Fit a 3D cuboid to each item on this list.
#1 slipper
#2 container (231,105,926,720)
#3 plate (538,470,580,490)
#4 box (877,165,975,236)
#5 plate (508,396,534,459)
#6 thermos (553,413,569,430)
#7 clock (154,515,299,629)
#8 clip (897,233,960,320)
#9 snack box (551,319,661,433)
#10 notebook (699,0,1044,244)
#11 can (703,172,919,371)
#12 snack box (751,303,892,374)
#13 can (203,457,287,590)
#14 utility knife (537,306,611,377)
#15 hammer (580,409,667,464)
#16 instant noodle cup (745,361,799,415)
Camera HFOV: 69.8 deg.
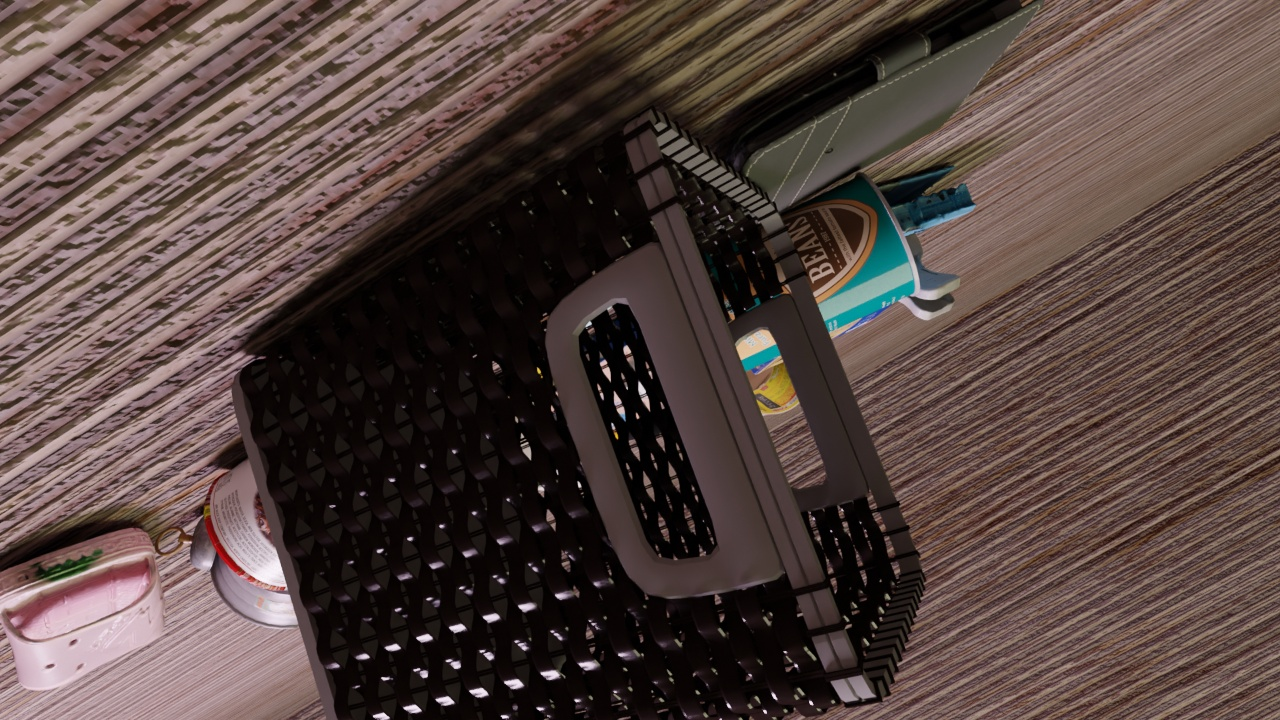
[{"bbox_3d":[-0.374,0.178,0.621,0.094,0.064,0.240,-22,167,-37],"label":"slipper"},{"bbox_3d":[-0.021,0.058,0.487,0.244,0.247,0.245,-23,171,20],"label":"container"},{"bbox_3d":[-0.102,0.142,1.103,0.104,0.026,0.104,0,167,0],"label":"plate"},{"bbox_3d":[0.202,-0.126,0.833,0.230,0.054,0.093,-21,-178,-36],"label":"box"},{"bbox_3d":[-0.155,0.099,0.755,0.188,0.027,0.189,-26,147,-18],"label":"plate"},{"bbox_3d":[-0.099,0.074,0.877,0.223,0.052,0.052,-23,166,-31],"label":"thermos"},{"bbox_3d":[-0.263,0.134,0.653,0.147,0.103,0.056,10,138,-24],"label":"clock"},{"bbox_3d":[0.244,-0.099,0.919,0.126,0.099,0.152,-23,-157,-37],"label":"clip"},{"bbox_3d":[-0.005,0.005,0.776,0.151,0.034,0.087,-33,137,16],"label":"snack box"},{"bbox_3d":[0.136,-0.150,0.583,0.209,0.029,0.170,-31,171,-11],"label":"notebook"},{"bbox_3d":[0.117,-0.062,0.683,0.144,0.099,0.099,-25,169,6],"label":"can"},{"bbox_3d":[0.212,-0.050,1.109,0.206,0.056,0.057,-23,166,-31],"label":"snack box"},{"bbox_3d":[-0.198,0.078,0.573,0.116,0.086,0.086,-34,168,15],"label":"can"},{"bbox_3d":[-0.085,0.011,0.737,0.030,0.019,0.218,-26,174,-46],"label":"utility knife"},{"bbox_3d":[-0.013,0.079,1.035,0.127,0.029,0.324,-30,179,-15],"label":"hammer"},{"bbox_3d":[0.153,0.012,1.161,0.100,0.100,0.112,-34,157,17],"label":"instant noodle cup"}]
